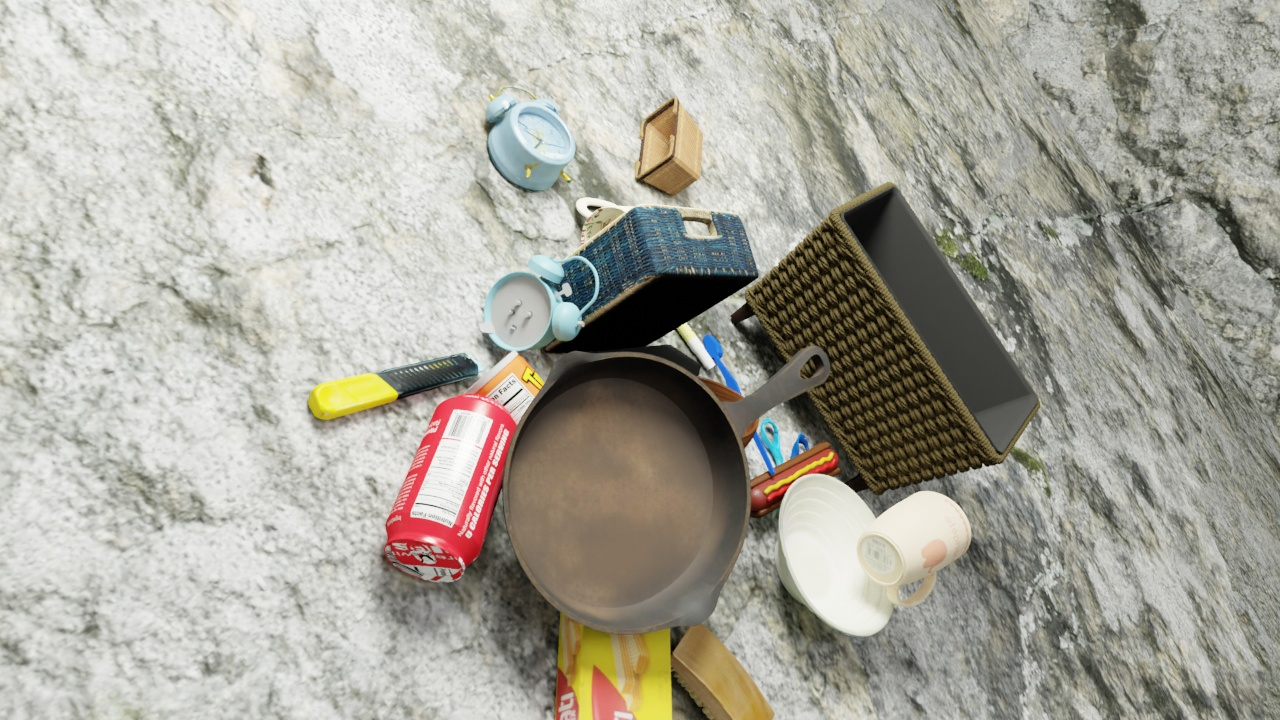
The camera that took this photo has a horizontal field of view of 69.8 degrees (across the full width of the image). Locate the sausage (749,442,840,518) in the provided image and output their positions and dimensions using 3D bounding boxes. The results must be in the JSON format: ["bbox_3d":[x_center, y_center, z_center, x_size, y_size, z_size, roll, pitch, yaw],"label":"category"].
[{"bbox_3d":[0.167,0.131,1.016,0.155,0.040,0.040,-19,78,-40],"label":"sausage"}]

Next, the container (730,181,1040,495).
[{"bbox_3d":[0.278,-0.011,1.094,0.176,0.206,0.321,-30,86,-48],"label":"container"}]

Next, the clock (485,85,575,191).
[{"bbox_3d":[-0.121,-0.246,0.998,0.088,0.052,0.124,-5,68,-42],"label":"clock"}]

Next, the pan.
[{"bbox_3d":[0.035,0.079,0.797,0.355,0.043,0.249,-31,97,-29],"label":"pan"}]

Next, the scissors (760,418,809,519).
[{"bbox_3d":[0.175,0.133,1.053,0.086,0.016,0.134,18,55,-33],"label":"scissors"}]

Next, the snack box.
[{"bbox_3d":[-0.022,0.271,0.762,0.092,0.042,0.200,22,51,-29],"label":"snack box"}]

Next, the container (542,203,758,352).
[{"bbox_3d":[0.000,-0.073,0.895,0.145,0.188,0.071,-3,71,-44],"label":"container"}]

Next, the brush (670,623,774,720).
[{"bbox_3d":[0.070,0.296,0.833,0.117,0.039,0.049,52,42,-4],"label":"brush"}]

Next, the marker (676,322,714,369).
[{"bbox_3d":[0.043,-0.046,1.047,0.132,0.014,0.014,55,42,0],"label":"marker"}]

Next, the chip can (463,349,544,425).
[{"bbox_3d":[-0.066,0.089,0.824,0.210,0.062,0.062,49,42,-6],"label":"chip can"}]

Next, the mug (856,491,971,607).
[{"bbox_3d":[0.287,0.208,0.979,0.104,0.085,0.111,-16,105,-37],"label":"mug"}]

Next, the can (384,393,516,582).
[{"bbox_3d":[-0.149,0.098,0.733,0.074,0.075,0.142,34,46,-22],"label":"can"}]

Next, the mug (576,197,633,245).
[{"bbox_3d":[-0.021,-0.147,1.025,0.122,0.081,0.097,36,30,19],"label":"mug"}]

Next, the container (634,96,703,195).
[{"bbox_3d":[0.039,-0.264,1.152,0.061,0.063,0.113,34,45,-32],"label":"container"}]

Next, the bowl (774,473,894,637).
[{"bbox_3d":[0.195,0.214,0.986,0.176,0.058,0.176,23,50,-31],"label":"bowl"}]

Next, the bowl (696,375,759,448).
[{"bbox_3d":[0.038,0.072,0.913,0.147,0.069,0.147,10,23,-4],"label":"bowl"}]

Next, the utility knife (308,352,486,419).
[{"bbox_3d":[-0.200,0.018,0.780,0.170,0.020,0.028,-16,77,-45],"label":"utility knife"}]

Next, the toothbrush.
[{"bbox_3d":[0.112,0.047,1.028,0.011,0.017,0.186,11,46,-46],"label":"toothbrush"}]

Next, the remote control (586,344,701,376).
[{"bbox_3d":[-0.006,0.005,0.935,0.133,0.013,0.058,-6,28,-37],"label":"remote control"}]

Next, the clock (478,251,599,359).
[{"bbox_3d":[-0.092,-0.053,0.847,0.042,0.123,0.087,9,56,-65],"label":"clock"}]
